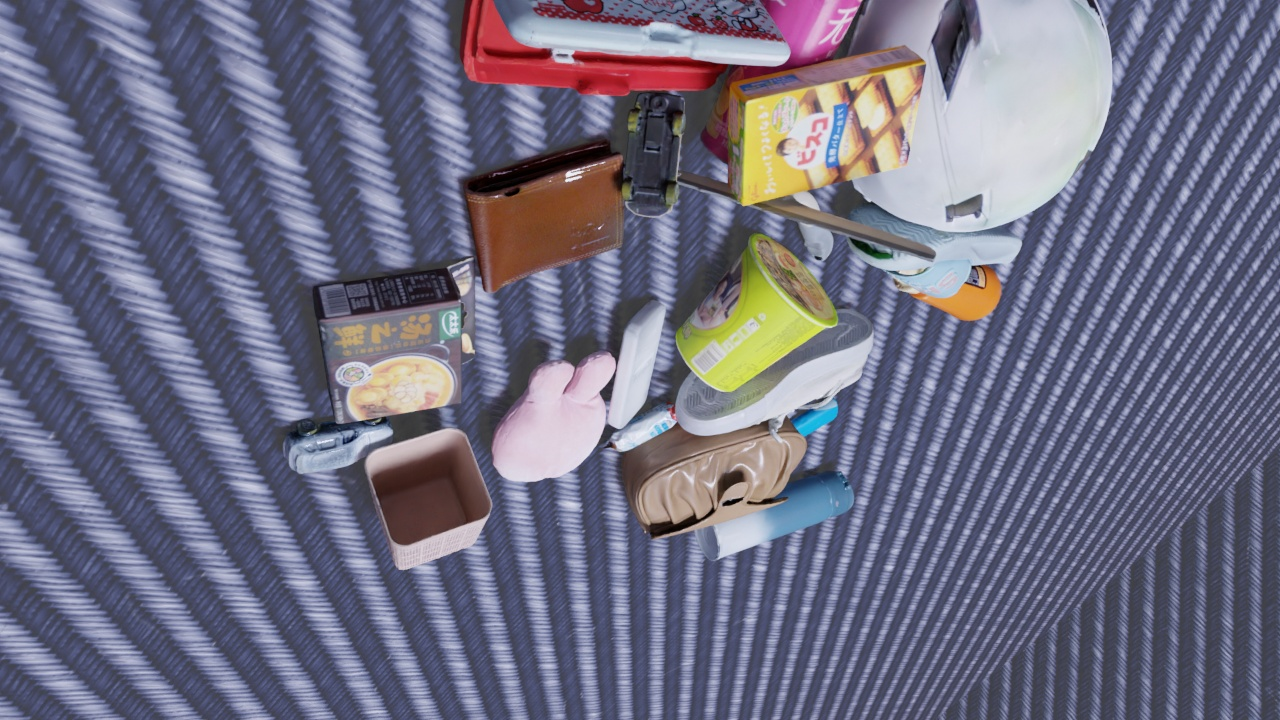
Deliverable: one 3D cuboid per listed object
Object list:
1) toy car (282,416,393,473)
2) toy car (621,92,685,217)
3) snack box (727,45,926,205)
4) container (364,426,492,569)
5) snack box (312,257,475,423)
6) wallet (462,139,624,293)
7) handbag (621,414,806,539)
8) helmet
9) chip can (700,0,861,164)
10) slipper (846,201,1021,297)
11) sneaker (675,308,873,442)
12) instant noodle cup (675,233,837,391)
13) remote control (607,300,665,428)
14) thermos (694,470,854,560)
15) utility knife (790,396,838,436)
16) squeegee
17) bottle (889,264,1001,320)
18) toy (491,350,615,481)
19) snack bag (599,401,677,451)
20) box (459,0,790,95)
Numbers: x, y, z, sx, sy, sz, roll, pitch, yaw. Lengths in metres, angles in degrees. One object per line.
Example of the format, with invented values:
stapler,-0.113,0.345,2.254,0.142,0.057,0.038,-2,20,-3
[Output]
toy car,-0.254,0.070,0.777,0.090,0.034,0.043,-10,134,-29
toy car,0.012,-0.153,0.687,0.035,0.042,0.090,-20,117,-74
snack box,0.133,-0.170,0.666,0.140,0.033,0.087,-14,136,-10
container,-0.191,0.128,0.821,0.089,0.090,0.111,-17,160,-22
snack box,-0.186,-0.015,0.723,0.125,0.053,0.113,-10,137,-19
wallet,-0.071,-0.109,0.711,0.124,0.032,0.101,-20,143,-15
handbag,0.083,0.128,1.019,0.204,0.099,0.148,-13,136,-17
helmet,0.282,-0.210,0.742,0.229,0.145,0.259,-22,136,-9
chip can,0.114,-0.241,0.662,0.071,0.071,0.211,-3,133,-33
slipper,0.285,-0.107,0.902,0.244,0.104,0.074,-6,123,-41
sneaker,0.139,0.029,0.962,0.241,0.089,0.091,-23,137,-22
instant noodle cup,0.100,-0.037,0.858,0.111,0.111,0.124,16,130,-44
remote control,-0.005,0.005,0.873,0.055,0.020,0.136,-46,157,-42
thermos,0.177,0.198,1.191,0.220,0.070,0.070,-13,138,-23
utility knife,0.169,0.094,1.111,0.159,0.018,0.034,-30,139,0
squeegee,0.141,-0.121,0.788,0.246,0.247,0.039,9,102,-70
bottle,0.324,-0.085,0.993,0.149,0.066,0.067,10,125,-33
toy,-0.077,0.053,0.862,0.121,0.054,0.160,-9,138,-39
snack bag,0.004,0.070,0.953,0.104,0.026,0.048,-28,-178,-7
box,-0.007,-0.205,0.594,0.201,0.101,0.095,-7,134,-29
